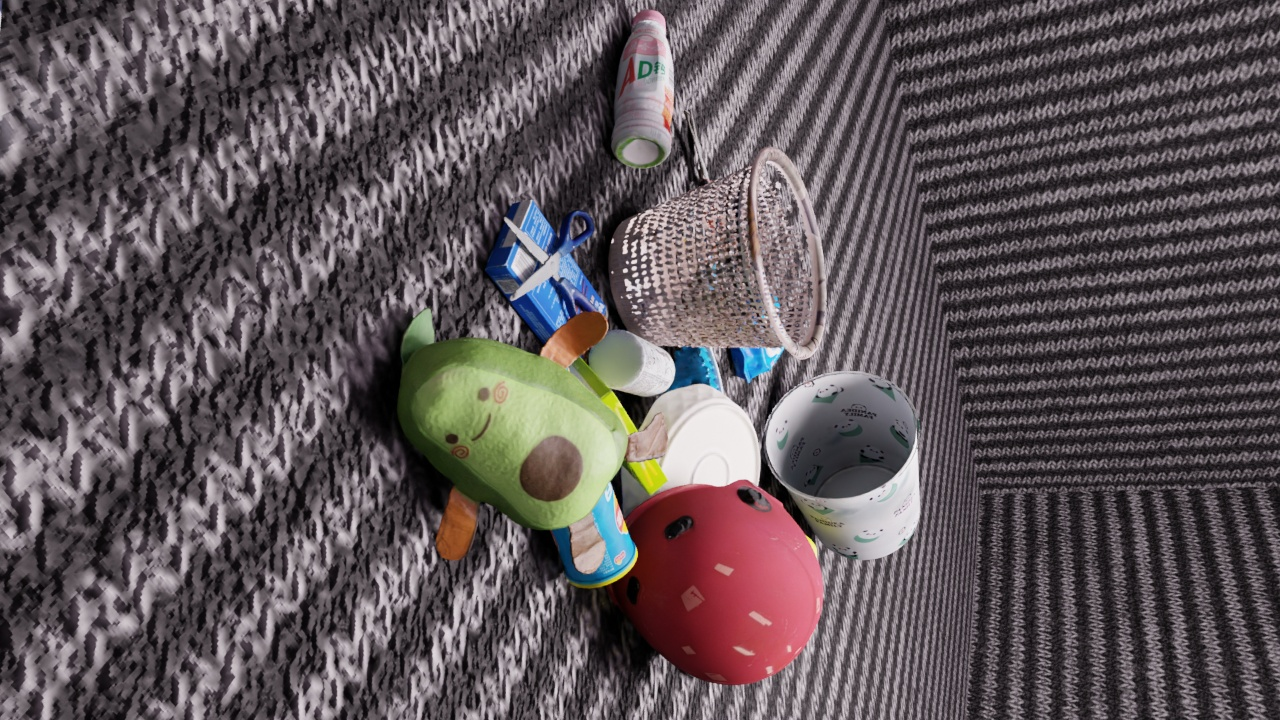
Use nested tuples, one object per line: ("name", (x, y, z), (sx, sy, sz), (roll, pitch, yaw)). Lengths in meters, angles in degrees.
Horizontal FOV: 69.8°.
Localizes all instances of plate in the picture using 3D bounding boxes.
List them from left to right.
("plate", (0.064, 0.130, 1.025), (0.204, 0.046, 0.205), (-9, 103, -44))

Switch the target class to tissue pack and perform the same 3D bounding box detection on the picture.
("tissue pack", (0.174, -0.037, 1.347), (0.156, 0.052, 0.095), (-43, 122, -58))

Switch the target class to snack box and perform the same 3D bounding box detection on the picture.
("snack box", (-0.086, -0.067, 0.871), (0.157, 0.026, 0.084), (56, 39, -43))
("snack box", (-0.030, 0.060, 0.888), (0.026, 0.086, 0.156), (-38, 135, -9))

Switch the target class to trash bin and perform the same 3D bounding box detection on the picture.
("trash bin", (0.080, -0.102, 1.013), (0.227, 0.192, 0.227), (26, 60, -57))
("trash bin", (0.335, 0.180, 1.453), (0.252, 0.230, 0.229), (61, 34, -49))

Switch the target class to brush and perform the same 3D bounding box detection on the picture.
("brush", (0.074, -0.019, 1.156), (0.109, 0.061, 0.314), (28, 58, -65))

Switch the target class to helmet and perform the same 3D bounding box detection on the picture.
("helmet", (0.090, 0.239, 0.939), (0.240, 0.144, 0.207), (30, 98, -38))

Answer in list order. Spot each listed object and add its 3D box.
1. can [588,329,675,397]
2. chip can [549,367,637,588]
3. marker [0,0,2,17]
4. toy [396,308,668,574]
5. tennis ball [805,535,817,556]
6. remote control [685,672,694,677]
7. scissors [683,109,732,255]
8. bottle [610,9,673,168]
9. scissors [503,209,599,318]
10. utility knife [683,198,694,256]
("can", (-0.006, 0.006, 0.950), (0.146, 0.058, 0.058), (21, 65, -74))
("chip can", (-0.066, 0.101, 0.828), (0.071, 0.071, 0.210), (-51, 129, -54))
("marker", (-0.317, -0.145, 0.439), (0.018, 0.023, 0.130), (22, 64, -67))
("toy", (-0.088, 0.062, 0.721), (0.246, 0.090, 0.227), (33, 86, -28))
("tennis ball", (0.234, 0.293, 1.385), (0.065, 0.066, 0.065), (21, 66, -60))
("remote control", (0.075, 0.307, 1.119), (0.058, 0.021, 0.149), (46, 45, -51))
("scissors", (0.092, -0.232, 1.243), (0.189, 0.015, 0.225), (48, 31, -64))
("bottle", (0.004, -0.320, 1.063), (0.068, 0.068, 0.196), (41, 46, -54))
("scissors", (-0.075, -0.086, 0.851), (0.162, 0.012, 0.175), (64, 33, -34))
("utility knife", (0.052, -0.120, 1.166), (0.033, 0.015, 0.218), (52, 41, -49))
